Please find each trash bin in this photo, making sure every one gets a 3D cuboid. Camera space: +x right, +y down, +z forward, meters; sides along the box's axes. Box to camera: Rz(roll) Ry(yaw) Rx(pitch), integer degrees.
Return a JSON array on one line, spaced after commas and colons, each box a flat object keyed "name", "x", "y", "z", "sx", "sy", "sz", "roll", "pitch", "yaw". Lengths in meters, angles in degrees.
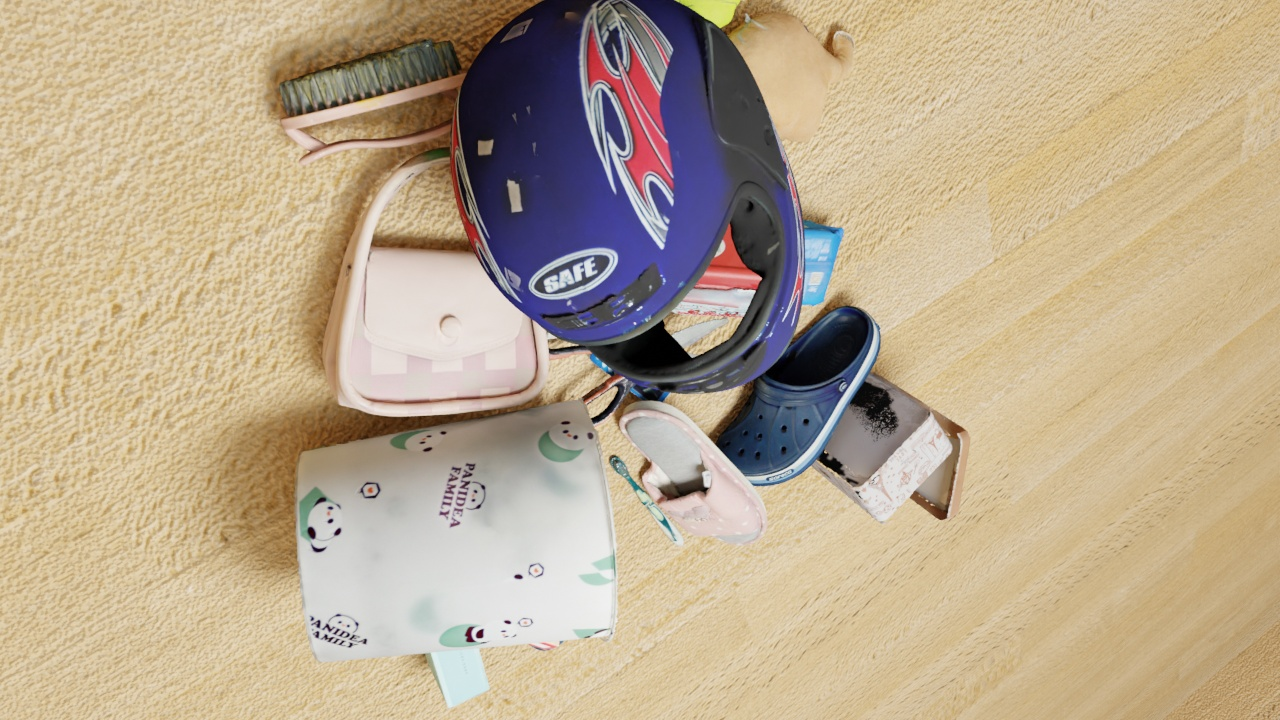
[{"name": "trash bin", "x": -0.167, "y": 0.158, "z": 0.829, "sx": 0.251, "sy": 0.229, "sz": 0.230, "roll": -6, "pitch": 120, "yaw": -13}]

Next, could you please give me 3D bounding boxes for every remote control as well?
[{"name": "remote control", "x": -0.006, "y": 0.006, "z": 0.980, "sx": 0.049, "sy": 0.024, "sz": 0.125, "roll": -49, "pitch": 129, "yaw": 1}]

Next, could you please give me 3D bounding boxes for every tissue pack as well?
[{"name": "tissue pack", "x": 0.149, "y": -0.107, "z": 0.996, "sx": 0.157, "sy": 0.052, "sz": 0.095, "roll": -4, "pitch": 120, "yaw": -30}]

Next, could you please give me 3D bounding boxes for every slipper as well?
[{"name": "slipper", "x": 0.061, "y": 0.145, "z": 1.052, "sx": 0.274, "sy": 0.114, "sz": 0.054, "roll": 54, "pitch": 43, "yaw": -37}, {"name": "slipper", "x": 0.181, "y": 0.038, "z": 1.063, "sx": 0.253, "sy": 0.105, "sz": 0.095, "roll": -49, "pitch": 135, "yaw": 0}]

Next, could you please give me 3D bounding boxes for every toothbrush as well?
[{"name": "toothbrush", "x": 0.012, "y": 0.172, "z": 1.091, "sx": 0.016, "sy": 0.018, "sz": 0.192, "roll": -40, "pitch": 130, "yaw": -6}]

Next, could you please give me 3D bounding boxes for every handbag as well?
[{"name": "handbag", "x": -0.172, "y": -0.070, "z": 0.805, "sx": 0.193, "sy": 0.093, "sz": 0.234, "roll": -2, "pitch": 109, "yaw": -32}]

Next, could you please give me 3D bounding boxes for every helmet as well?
[{"name": "helmet", "x": -0.015, "y": -0.122, "z": 0.695, "sx": 0.239, "sy": 0.248, "sz": 0.315, "roll": -6, "pitch": 77, "yaw": -57}]

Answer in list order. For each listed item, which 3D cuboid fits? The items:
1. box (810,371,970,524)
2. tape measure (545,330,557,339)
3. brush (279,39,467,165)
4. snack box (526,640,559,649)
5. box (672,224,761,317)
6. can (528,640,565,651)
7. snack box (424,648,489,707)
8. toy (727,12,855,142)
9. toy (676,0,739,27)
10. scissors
[{"name": "box", "x": 0.298, "y": 0.110, "z": 1.133, "sx": 0.154, "sy": 0.183, "sz": 0.185, "roll": -44, "pitch": 127, "yaw": -3}, {"name": "tape measure", "x": -0.083, "y": -0.054, "z": 0.866, "sx": 0.033, "sy": 0.066, "sz": 0.066, "roll": -12, "pitch": 110, "yaw": -22}, {"name": "brush", "x": -0.205, "y": -0.200, "z": 0.713, "sx": 0.145, "sy": 0.063, "sz": 0.073, "roll": -23, "pitch": 115, "yaw": -19}, {"name": "snack box", "x": -0.112, "y": 0.220, "z": 0.970, "sx": 0.026, "sy": 0.152, "sz": 0.075, "roll": -21, "pitch": 141, "yaw": 36}, {"name": "box", "x": 0.032, "y": -0.086, "z": 0.910, "sx": 0.201, "sy": 0.095, "sz": 0.102, "roll": 3, "pitch": 154, "yaw": -15}, {"name": "can", "x": -0.130, "y": 0.271, "z": 1.020, "sx": 0.075, "sy": 0.075, "sz": 0.111, "roll": -48, "pitch": 131, "yaw": 0}, {"name": "snack box", "x": -0.210, "y": 0.281, "z": 0.976, "sx": 0.051, "sy": 0.074, "sz": 0.175, "roll": -19, "pitch": 125, "yaw": -21}, {"name": "toy", "x": 0.127, "y": -0.264, "z": 0.880, "sx": 0.225, "sy": 0.082, "sz": 0.143, "roll": -41, "pitch": 135, "yaw": -9}, {"name": "toy", "x": 0.046, "y": -0.321, "z": 0.823, "sx": 0.100, "sy": 0.031, "sz": 0.097, "roll": -4, "pitch": 118, "yaw": -25}, {"name": "scissors", "x": -0.013, "y": 0.003, "z": 0.944, "sx": 0.225, "sy": 0.015, "sz": 0.189, "roll": -46, "pitch": 122, "yaw": 2}]
